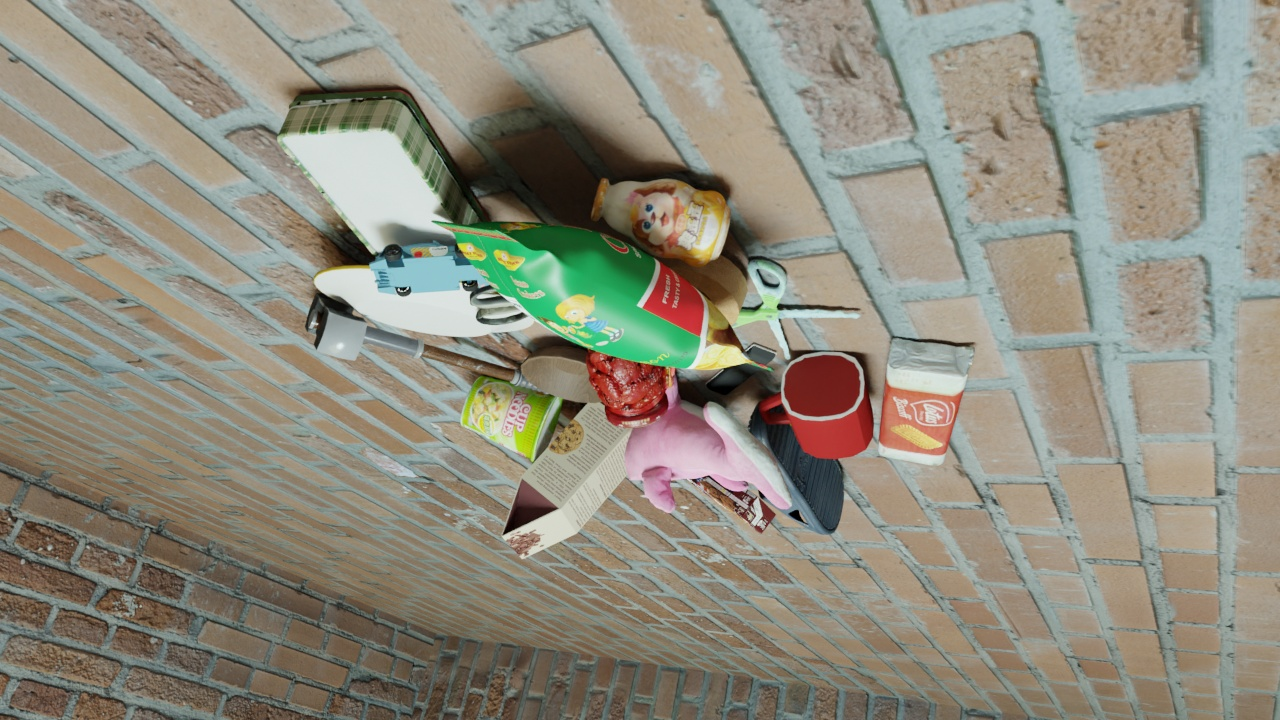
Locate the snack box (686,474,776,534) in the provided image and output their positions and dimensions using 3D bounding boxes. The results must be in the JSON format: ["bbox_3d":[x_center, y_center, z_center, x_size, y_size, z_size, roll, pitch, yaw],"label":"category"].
[{"bbox_3d":[0.107,0.167,1.183,0.141,0.031,0.051,31,170,49],"label":"snack box"}]

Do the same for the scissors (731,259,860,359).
[{"bbox_3d":[0.125,-0.045,0.885,0.172,0.021,0.172,0,146,23],"label":"scissors"}]

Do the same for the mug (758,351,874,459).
[{"bbox_3d":[0.182,0.049,0.966,0.116,0.080,0.096,-4,150,19],"label":"mug"}]

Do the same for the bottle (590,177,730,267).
[{"bbox_3d":[0.016,-0.116,0.740,0.108,0.063,0.063,14,154,-4],"label":"bottle"}]

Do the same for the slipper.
[{"bbox_3d":[0.176,0.138,1.133,0.083,0.101,0.263,-6,145,33],"label":"slipper"}]

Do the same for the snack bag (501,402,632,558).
[{"bbox_3d":[-0.094,0.161,1.174,0.070,0.206,0.094,35,162,24],"label":"snack bag"}]

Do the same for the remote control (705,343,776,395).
[{"bbox_3d":[0.108,0.013,1.011,0.028,0.011,0.124,20,153,-13],"label":"remote control"}]

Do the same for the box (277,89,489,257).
[{"bbox_3d":[-0.212,-0.149,0.807,0.118,0.050,0.205,0,152,18],"label":"box"}]

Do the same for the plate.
[{"bbox_3d":[-0.226,-0.053,0.965,0.230,0.021,0.230,7,168,1],"label":"plate"}]

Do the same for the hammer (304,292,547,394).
[{"bbox_3d":[-0.226,-0.003,1.083,0.322,0.043,0.156,17,-175,-28],"label":"hammer"}]

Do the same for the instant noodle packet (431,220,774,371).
[{"bbox_3d":[-0.036,-0.056,0.758,0.252,0.090,0.196,25,178,-27],"label":"instant noodle packet"}]

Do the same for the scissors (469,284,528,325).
[{"bbox_3d":[-0.087,-0.065,0.888,0.170,0.012,0.132,-19,157,24],"label":"scissors"}]

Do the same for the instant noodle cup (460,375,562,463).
[{"bbox_3d":[-0.167,0.070,1.177,0.108,0.098,0.099,20,155,5],"label":"instant noodle cup"}]

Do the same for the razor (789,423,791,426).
[{"bbox_3d":[0.212,0.085,1.096,0.042,0.026,0.106,-3,154,26],"label":"razor"}]

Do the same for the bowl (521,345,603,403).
[{"bbox_3d":[-0.080,0.011,1.079,0.118,0.030,0.118,11,154,5],"label":"bowl"}]

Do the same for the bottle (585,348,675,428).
[{"bbox_3d":[-0.006,0.006,0.965,0.099,0.098,0.111,1,122,24],"label":"bottle"}]

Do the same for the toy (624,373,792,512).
[{"bbox_3d":[0.053,0.112,1.053,0.186,0.127,0.266,51,161,-21],"label":"toy"}]

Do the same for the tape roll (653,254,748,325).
[{"bbox_3d":[0.050,-0.066,0.848,0.094,0.027,0.094,18,151,10],"label":"tape roll"}]

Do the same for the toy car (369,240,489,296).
[{"bbox_3d":[-0.187,-0.088,0.831,0.107,0.027,0.060,-4,147,-5],"label":"toy car"}]

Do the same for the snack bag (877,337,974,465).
[{"bbox_3d":[0.294,0.049,0.964,0.077,0.041,0.225,8,155,16],"label":"snack bag"}]
